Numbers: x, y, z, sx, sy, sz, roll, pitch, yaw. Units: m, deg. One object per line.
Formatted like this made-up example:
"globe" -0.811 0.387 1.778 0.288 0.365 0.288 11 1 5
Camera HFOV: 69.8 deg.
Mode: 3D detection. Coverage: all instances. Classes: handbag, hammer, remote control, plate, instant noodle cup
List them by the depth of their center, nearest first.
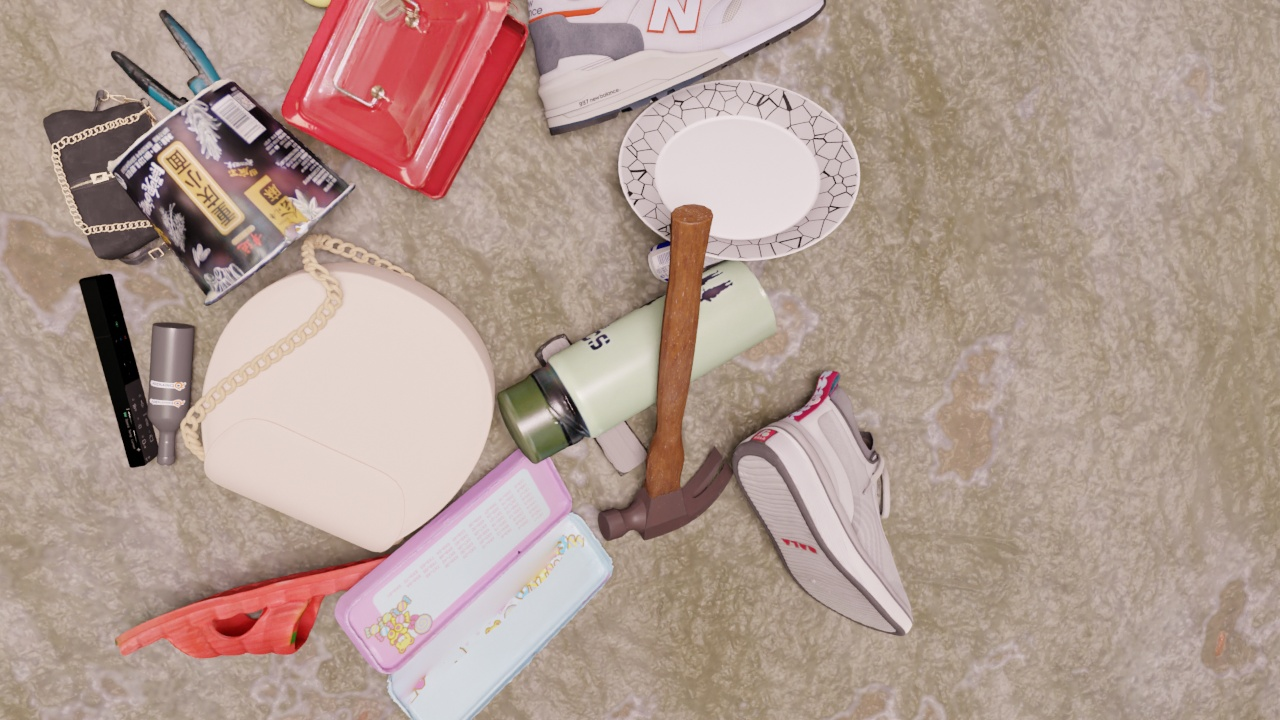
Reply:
"instant noodle cup" -0.293 -0.125 0.654 0.137 0.137 0.112 -38 111 -2
"handbag" -0.388 -0.138 0.690 0.079 0.054 0.128 -20 100 -17
"hammer" 0.027 0.025 0.712 0.115 0.033 0.324 -16 135 -22
"remote control" -0.404 0.008 0.715 0.013 0.034 0.150 -10 102 -8
"handbag" -0.224 0.033 0.717 0.210 0.103 0.209 27 98 -12
"plate" 0.077 -0.150 0.730 0.188 0.016 0.188 0 59 0
"remote control" -0.041 0.039 0.795 0.033 0.013 0.136 -35 104 -4

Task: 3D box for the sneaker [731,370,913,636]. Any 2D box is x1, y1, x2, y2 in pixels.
"sneaker" 0.185 0.135 0.820 0.128 0.097 0.263 -46 117 -26

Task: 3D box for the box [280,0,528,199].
"box" -0.173 -0.217 0.693 0.134 0.110 0.157 30 97 -2

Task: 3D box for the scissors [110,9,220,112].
"scissors" -0.332 -0.199 0.699 0.123 0.019 0.148 -3 102 -10

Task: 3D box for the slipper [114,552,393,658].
"slipper" -0.280 0.203 0.737 0.248 0.104 0.059 -13 84 -15

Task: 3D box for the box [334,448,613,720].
"box" -0.126 0.187 0.749 0.213 0.035 0.151 -40 109 -31

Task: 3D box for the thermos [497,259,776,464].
"thermos" -0.004 0.004 0.753 0.231 0.082 0.082 -30 104 -10

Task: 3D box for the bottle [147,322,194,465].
"bottle" -0.373 0.028 0.726 0.030 0.030 0.113 6 99 -11

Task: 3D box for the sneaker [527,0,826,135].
"sneaker" 0.016 -0.274 0.711 0.240 0.089 0.124 -26 106 -1

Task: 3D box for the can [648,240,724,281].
"can" 0.053 -0.094 0.757 0.095 0.032 0.032 -19 105 26

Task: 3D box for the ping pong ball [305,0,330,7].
"ping pong ball" -0.240 -0.286 0.688 0.040 0.040 0.040 -2 100 -10
